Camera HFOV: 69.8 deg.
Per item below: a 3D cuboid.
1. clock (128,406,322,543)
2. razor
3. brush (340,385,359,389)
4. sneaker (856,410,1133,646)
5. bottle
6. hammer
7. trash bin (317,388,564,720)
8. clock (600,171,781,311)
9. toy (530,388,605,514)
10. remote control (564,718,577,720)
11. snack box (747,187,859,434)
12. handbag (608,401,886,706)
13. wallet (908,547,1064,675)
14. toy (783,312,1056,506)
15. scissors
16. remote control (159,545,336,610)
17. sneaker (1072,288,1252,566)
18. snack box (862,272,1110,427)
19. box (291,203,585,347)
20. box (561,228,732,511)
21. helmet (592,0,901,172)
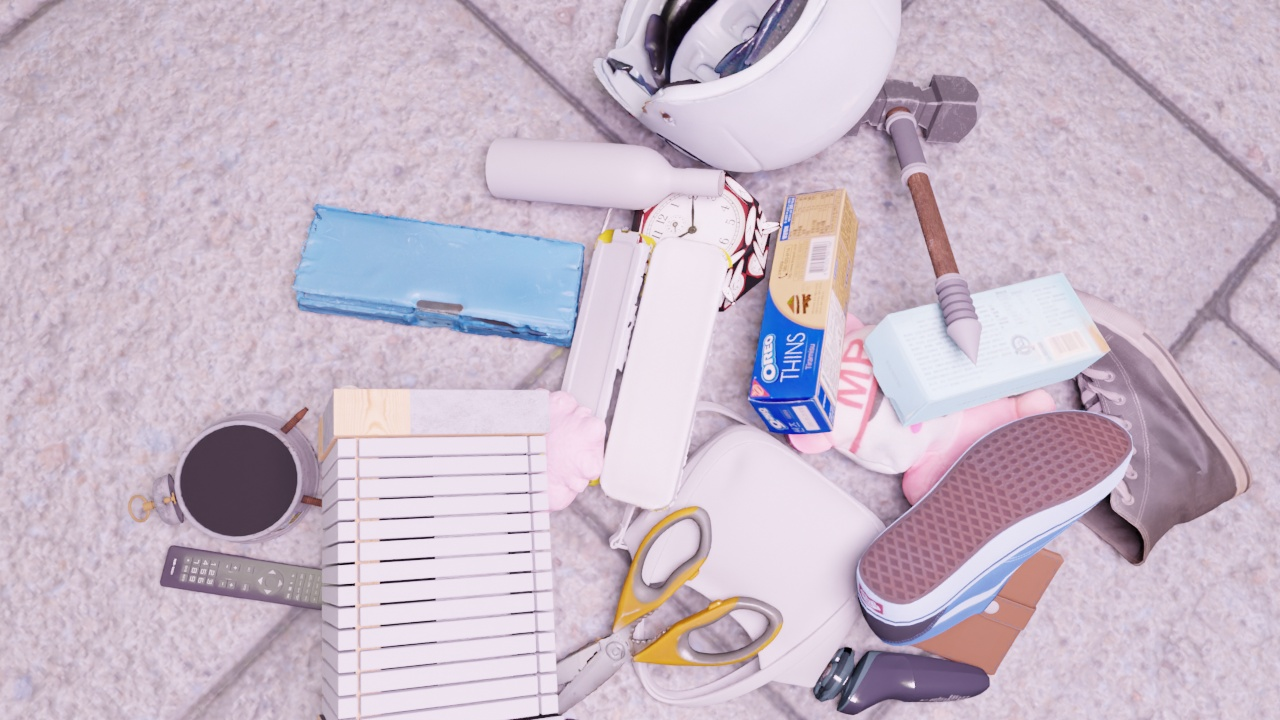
[{"bbox_3d":[-0.320,0.096,0.712,0.147,0.056,0.104,-16,89,-12],"label":"clock"},{"bbox_3d":[0.210,0.258,0.735,0.143,0.047,0.052,5,54,-7],"label":"razor"},{"bbox_3d":[-0.199,0.119,0.741,0.033,0.012,0.217,-24,81,-8],"label":"brush"},{"bbox_3d":[0.260,0.127,0.686,0.241,0.098,0.083,-32,46,-13],"label":"sneaker"},{"bbox_3d":[-0.028,-0.152,0.754,0.195,0.052,0.052,8,77,18],"label":"bottle"},{"bbox_3d":[0.230,-0.124,0.738,0.156,0.043,0.321,3,51,-5],"label":"hammer"},{"bbox_3d":[-0.149,0.155,0.651,0.142,0.143,0.246,1,78,-23],"label":"trash bin"},{"bbox_3d":[0.036,-0.102,0.779,0.155,0.065,0.114,25,77,30],"label":"clock"},{"bbox_3d":[-0.059,0.070,0.697,0.050,0.093,0.102,7,81,-37],"label":"toy"},{"bbox_3d":[-0.014,0.316,0.719,0.124,0.009,0.046,16,78,-2],"label":"remote control"},{"bbox_3d":[0.134,-0.042,0.740,0.057,0.056,0.206,-2,57,28],"label":"snack box"},{"bbox_3d":[0.066,0.169,0.735,0.216,0.095,0.222,37,90,5],"label":"handbag"},{"bbox_3d":[0.272,0.192,0.736,0.087,0.013,0.121,21,110,-1],"label":"wallet"},{"bbox_3d":[0.226,0.048,0.755,0.213,0.084,0.141,22,76,-2],"label":"toy"},{"bbox_3d":[-0.010,0.201,0.703,0.226,0.016,0.162,-23,90,11],"label":"scissors"},{"bbox_3d":[-0.302,0.171,0.720,0.136,0.015,0.032,11,78,-5],"label":"remote control"},{"bbox_3d":[0.385,0.049,0.768,0.119,0.095,0.235,-36,91,-11],"label":"sneaker"},{"bbox_3d":[0.267,-0.010,0.711,0.174,0.053,0.075,-13,67,-19],"label":"snack box"},{"bbox_3d":[-0.164,-0.072,0.763,0.231,0.048,0.093,9,77,-3],"label":"box"},{"bbox_3d":[-0.006,0.004,0.719,0.130,0.038,0.209,15,93,33],"label":"box"},{"bbox_3d":[0.099,-0.262,0.750,0.237,0.263,0.163,-44,129,12],"label":"helmet"}]
